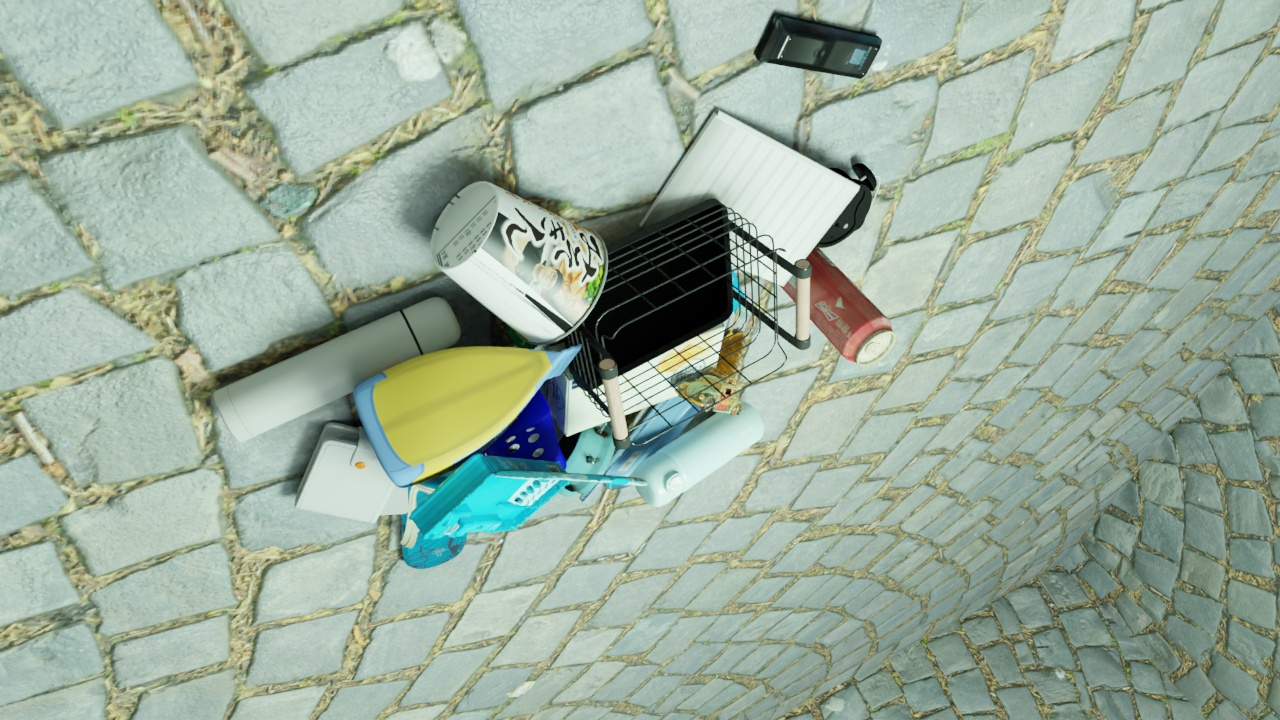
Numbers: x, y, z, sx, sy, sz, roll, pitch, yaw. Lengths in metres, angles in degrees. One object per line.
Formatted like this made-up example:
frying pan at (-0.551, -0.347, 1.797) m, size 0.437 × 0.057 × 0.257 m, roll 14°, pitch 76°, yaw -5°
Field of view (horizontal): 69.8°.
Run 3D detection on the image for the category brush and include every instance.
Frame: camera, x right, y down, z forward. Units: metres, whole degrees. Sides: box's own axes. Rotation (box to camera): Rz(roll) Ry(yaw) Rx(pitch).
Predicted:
brush at (0.114, -0.015, 1.188) m, size 0.048 × 0.017 × 0.127 m, roll -18°, pitch 146°, yaw -24°

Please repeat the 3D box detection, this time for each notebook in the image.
notebook at (0.120, -0.167, 0.984) m, size 0.209 × 0.009 × 0.143 m, roll 17°, pitch 121°, yaw -33°

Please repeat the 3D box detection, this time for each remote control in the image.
remote control at (0.180, -0.304, 0.901) m, size 0.150 × 0.022 × 0.047 m, roll -6°, pitch 135°, yaw -36°

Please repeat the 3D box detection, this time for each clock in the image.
clock at (0.231, -0.183, 1.071) m, size 0.120 × 0.042 × 0.091 m, roll -20°, pitch 143°, yaw -22°
clock at (-0.076, 0.119, 1.129) m, size 0.053 × 0.089 × 0.125 m, roll 30°, pitch 147°, yaw -19°

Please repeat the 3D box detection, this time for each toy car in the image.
toy car at (0.090, 0.036, 1.110) m, size 0.111 × 0.047 × 0.047 m, roll 11°, pitch 103°, yaw -55°

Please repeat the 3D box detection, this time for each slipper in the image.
slipper at (-0.240, 0.174, 1.087) m, size 0.118 × 0.060 × 0.296 m, roll -21°, pitch 143°, yaw -25°

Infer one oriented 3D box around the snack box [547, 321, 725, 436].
snack box at (-0.006, 0.006, 1.084) m, size 0.207 × 0.057 × 0.104 m, roll -19°, pitch 143°, yaw -22°

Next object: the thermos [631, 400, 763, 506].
thermos at (0.078, 0.127, 1.252) m, size 0.206 × 0.078 × 0.065 m, roll -29°, pitch 110°, yaw -33°

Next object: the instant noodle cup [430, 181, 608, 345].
instant noodle cup at (-0.115, -0.094, 0.831) m, size 0.124 × 0.123 × 0.121 m, roll -45°, pitch 135°, yaw 14°

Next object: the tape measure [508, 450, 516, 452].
tape measure at (-0.156, 0.151, 1.126) m, size 0.067 × 0.062 × 0.038 m, roll -49°, pitch 144°, yaw 17°

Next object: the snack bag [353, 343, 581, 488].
snack bag at (-0.160, 0.039, 0.887) m, size 0.205 × 0.102 × 0.159 m, roll -24°, pitch 175°, yaw -15°

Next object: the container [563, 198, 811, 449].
container at (0.040, -0.037, 0.933) m, size 0.241 × 0.130 × 0.163 m, roll -27°, pitch 136°, yaw -19°

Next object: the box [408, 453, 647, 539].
box at (-0.107, 0.125, 0.926) m, size 0.182 × 0.071 × 0.227 m, roll -21°, pitch 167°, yaw 11°

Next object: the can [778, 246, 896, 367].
can at (0.229, -0.069, 1.093) m, size 0.067 × 0.170 × 0.067 m, roll -22°, pitch 142°, yaw -18°

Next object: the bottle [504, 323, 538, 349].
bottle at (-0.088, -0.054, 0.956) m, size 0.111 × 0.043 × 0.043 m, roll -38°, pitch 146°, yaw 3°

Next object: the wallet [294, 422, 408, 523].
wallet at (-0.292, 0.124, 0.973) m, size 0.115 × 0.037 × 0.119 m, roll 17°, pitch 122°, yaw -25°

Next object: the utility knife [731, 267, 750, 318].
utility knife at (0.106, -0.094, 1.098) m, size 0.031 × 0.015 × 0.175 m, roll -32°, pitch 147°, yaw 3°

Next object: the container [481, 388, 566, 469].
container at (-0.142, 0.082, 1.037) m, size 0.085 × 0.084 × 0.114 m, roll -27°, pitch 144°, yaw -15°

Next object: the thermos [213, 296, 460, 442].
thermos at (-0.277, 0.004, 0.857) m, size 0.224 × 0.052 × 0.052 m, roll -26°, pitch 144°, yaw -14°

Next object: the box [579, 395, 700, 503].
box at (0.001, 0.106, 1.217) m, size 0.127 × 0.034 × 0.210 m, roll -9°, pitch 144°, yaw -53°
